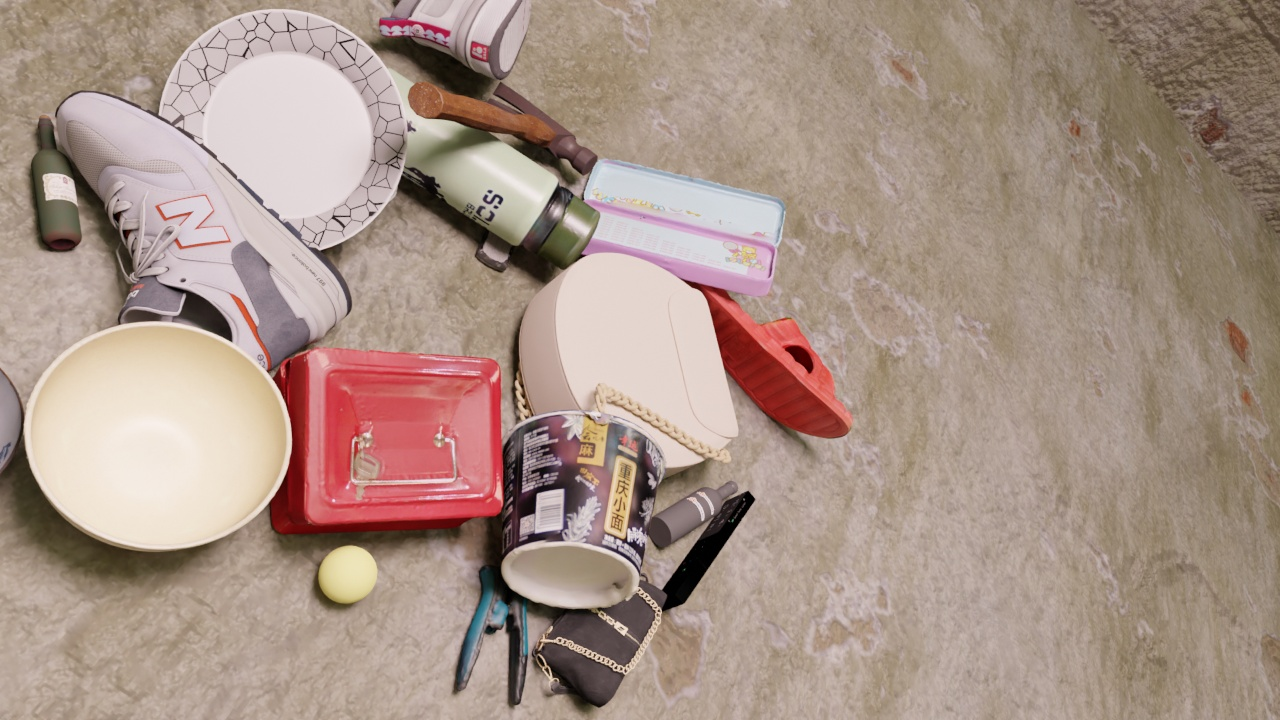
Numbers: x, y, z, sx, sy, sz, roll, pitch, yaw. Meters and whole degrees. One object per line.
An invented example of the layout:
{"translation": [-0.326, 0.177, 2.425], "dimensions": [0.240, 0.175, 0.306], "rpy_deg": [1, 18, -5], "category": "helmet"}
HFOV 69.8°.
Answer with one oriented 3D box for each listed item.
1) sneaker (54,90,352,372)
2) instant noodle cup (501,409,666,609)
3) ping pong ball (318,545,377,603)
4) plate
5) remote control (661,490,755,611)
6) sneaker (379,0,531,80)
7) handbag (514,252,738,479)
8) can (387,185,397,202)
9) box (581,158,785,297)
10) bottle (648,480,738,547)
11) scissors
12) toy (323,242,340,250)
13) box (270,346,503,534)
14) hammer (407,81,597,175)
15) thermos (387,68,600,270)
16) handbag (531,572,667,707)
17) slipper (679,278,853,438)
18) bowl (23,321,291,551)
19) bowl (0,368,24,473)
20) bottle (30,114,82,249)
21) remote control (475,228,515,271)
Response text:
{"translation": [-0.329, -0.075, 0.650], "dimensions": [0.239, 0.089, 0.124], "rpy_deg": [39, 45, -19], "category": "sneaker"}
{"translation": [-0.051, 0.123, 0.718], "dimensions": [0.137, 0.138, 0.112], "rpy_deg": [27, 45, -24], "category": "instant noodle cup"}
{"translation": [-0.208, 0.152, 0.651], "dimensions": [0.040, 0.040, 0.040], "rpy_deg": [18, 56, -29], "category": "ping pong ball"}
{"translation": [-0.280, -0.179, 0.728], "dimensions": [0.188, 0.016, 0.188], "rpy_deg": [0, 94, -6], "category": "plate"}
{"translation": [0.061, 0.174, 0.853], "dimensions": [0.013, 0.035, 0.149], "rpy_deg": [49, 46, -5], "category": "remote control"}
{"translation": [-0.178, -0.381, 0.950], "dimensions": [0.128, 0.097, 0.262], "rpy_deg": [11, 44, -4], "category": "sneaker"}
{"translation": [-0.005, 0.005, 0.850], "dimensions": [0.208, 0.104, 0.210], "rpy_deg": [5, 64, -40], "category": "handbag"}
{"translation": [-0.245, -0.177, 0.785], "dimensions": [0.095, 0.032, 0.032], "rpy_deg": [63, 37, -38], "category": "can"}
{"translation": [0.041, -0.142, 0.953], "dimensions": [0.214, 0.035, 0.150], "rpy_deg": [14, 50, 3], "category": "box"}
{"translation": [0.055, 0.140, 0.870], "dimensions": [0.112, 0.030, 0.030], "rpy_deg": [-22, 81, -43], "category": "bottle"}
{"translation": [-0.109, 0.197, 0.718], "dimensions": [0.123, 0.019, 0.147], "rpy_deg": [54, 44, 1], "category": "scissors"}
{"translation": [-0.271, -0.146, 0.767], "dimensions": [0.102, 0.041, 0.054], "rpy_deg": [58, 7, -9], "category": "toy"}
{"translation": [-0.192, 0.063, 0.687], "dimensions": [0.157, 0.111, 0.134], "rpy_deg": [7, 73, -39], "category": "box"}
{"translation": [-0.124, -0.213, 0.816], "dimensions": [0.115, 0.033, 0.322], "rpy_deg": [38, 14, 4], "category": "hammer"}
{"translation": [-0.146, -0.170, 0.842], "dimensions": [0.231, 0.083, 0.082], "rpy_deg": [31, 50, -12], "category": "thermos"}
{"translation": [-0.035, 0.218, 0.750], "dimensions": [0.079, 0.054, 0.128], "rpy_deg": [36, 51, -2], "category": "handbag"}
{"translation": [0.130, -0.015, 0.967], "dimensions": [0.249, 0.104, 0.059], "rpy_deg": [44, 64, 0], "category": "slipper"}
{"translation": [-0.314, 0.058, 0.596], "dimensions": [0.150, 0.076, 0.150], "rpy_deg": [18, 56, -29], "category": "bowl"}
{"translation": [-0.429, 0.044, 0.535], "dimensions": [0.114, 0.045, 0.114], "rpy_deg": [18, 56, -29], "category": "bowl"}
{"translation": [-0.419, -0.129, 0.654], "dimensions": [0.025, 0.025, 0.106], "rpy_deg": [-4, 69, -39], "category": "bottle"}
{"translation": [-0.127, -0.144, 0.899], "dimensions": [0.033, 0.013, 0.136], "rpy_deg": [29, 51, -20], "category": "remote control"}
